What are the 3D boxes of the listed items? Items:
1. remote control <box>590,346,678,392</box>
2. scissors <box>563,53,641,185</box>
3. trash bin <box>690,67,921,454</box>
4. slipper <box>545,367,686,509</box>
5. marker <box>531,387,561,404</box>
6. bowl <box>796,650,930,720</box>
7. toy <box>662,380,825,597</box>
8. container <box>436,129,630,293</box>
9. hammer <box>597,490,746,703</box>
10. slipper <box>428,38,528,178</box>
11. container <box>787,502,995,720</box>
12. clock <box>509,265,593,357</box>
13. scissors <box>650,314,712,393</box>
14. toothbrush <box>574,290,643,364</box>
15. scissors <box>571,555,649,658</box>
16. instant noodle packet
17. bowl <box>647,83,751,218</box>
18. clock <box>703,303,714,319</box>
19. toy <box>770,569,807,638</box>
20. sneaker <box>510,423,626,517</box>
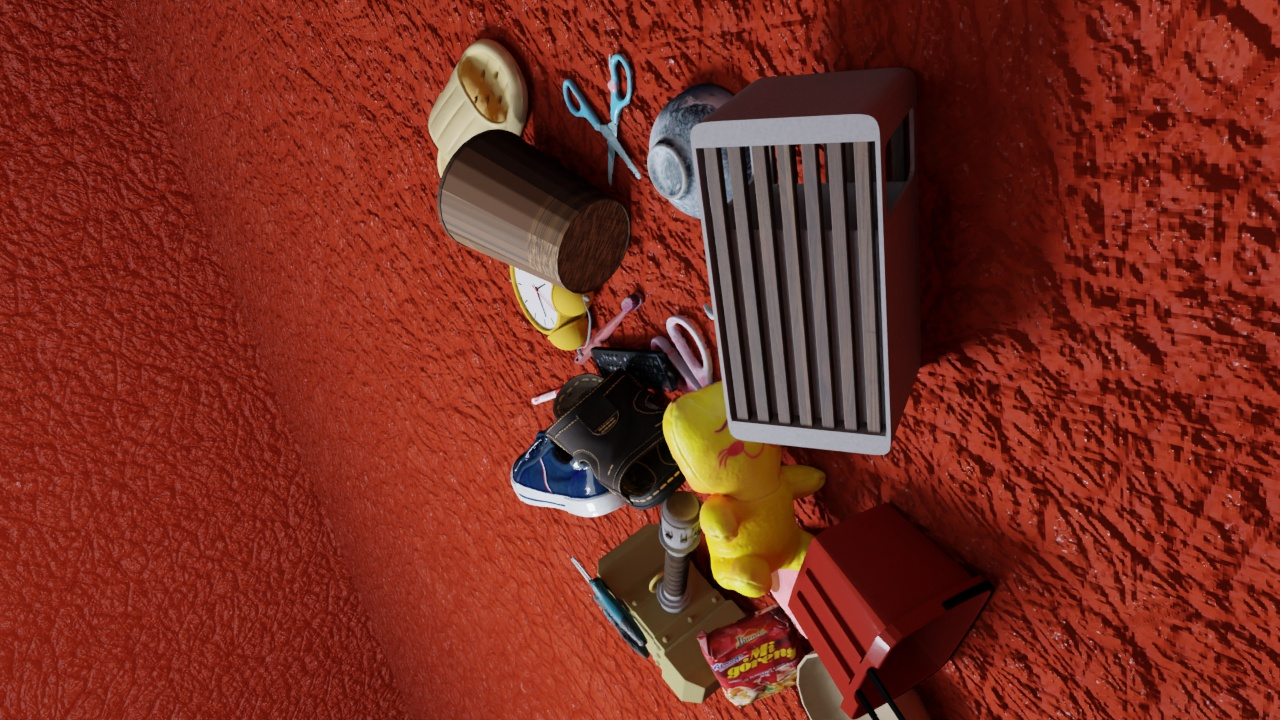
[{"bbox_3d":[-0.006,0.006,0.995,0.150,0.022,0.047,6,124,60],"label":"remote control"},{"bbox_3d":[-0.039,-0.235,0.877,0.133,0.015,0.135,40,137,35],"label":"scissors"},{"bbox_3d":[0.121,-0.067,0.628,0.115,0.114,0.229,4,120,26],"label":"trash bin"},{"bbox_3d":[-0.031,0.064,0.937,0.076,0.113,0.268,52,172,-31],"label":"slipper"},{"bbox_3d":[-0.113,0.044,1.209,0.142,0.012,0.013,-19,97,60],"label":"marker"},{"bbox_3d":[0.225,0.337,0.890,0.152,0.050,0.153,36,141,37],"label":"bowl"},{"bbox_3d":[0.093,0.108,0.829,0.088,0.134,0.194,-11,99,56],"label":"toy"},{"bbox_3d":[-0.104,-0.147,0.942,0.167,0.131,0.132,32,138,33],"label":"container"},{"bbox_3d":[0.039,0.226,0.976,0.190,0.100,0.325,46,157,26],"label":"hammer"},{"bbox_3d":[-0.204,-0.259,1.046,0.111,0.079,0.262,60,150,10],"label":"slipper"},{"bbox_3d":[0.219,0.234,0.746,0.200,0.126,0.148,52,149,37],"label":"container"},{"bbox_3d":[-0.100,-0.078,1.057,0.152,0.052,0.114,48,147,30],"label":"clock"},{"bbox_3d":[0.073,0.030,0.914,0.179,0.016,0.103,52,150,18],"label":"scissors"},{"bbox_3d":[-0.040,-0.033,1.033,0.016,0.016,0.190,58,149,6],"label":"toothbrush"},{"bbox_3d":[-0.035,0.283,1.049,0.142,0.019,0.128,61,159,-6],"label":"scissors"},{"bbox_3d":[0.121,0.311,0.959,0.039,0.098,0.135,-105,-6,-47],"label":"instant noodle packet"},{"bbox_3d":[0.042,-0.166,0.762,0.114,0.060,0.114,36,140,38],"label":"bowl"},{"bbox_3d":[0.112,-0.044,0.770,0.094,0.042,0.120,58,150,5],"label":"clock"},{"bbox_3d":[0.162,0.225,0.897,0.110,0.051,0.090,59,155,1],"label":"toy"},{"bbox_3d":[-0.098,0.107,1.142,0.295,0.120,0.127,-3,111,65],"label":"sneaker"}]
